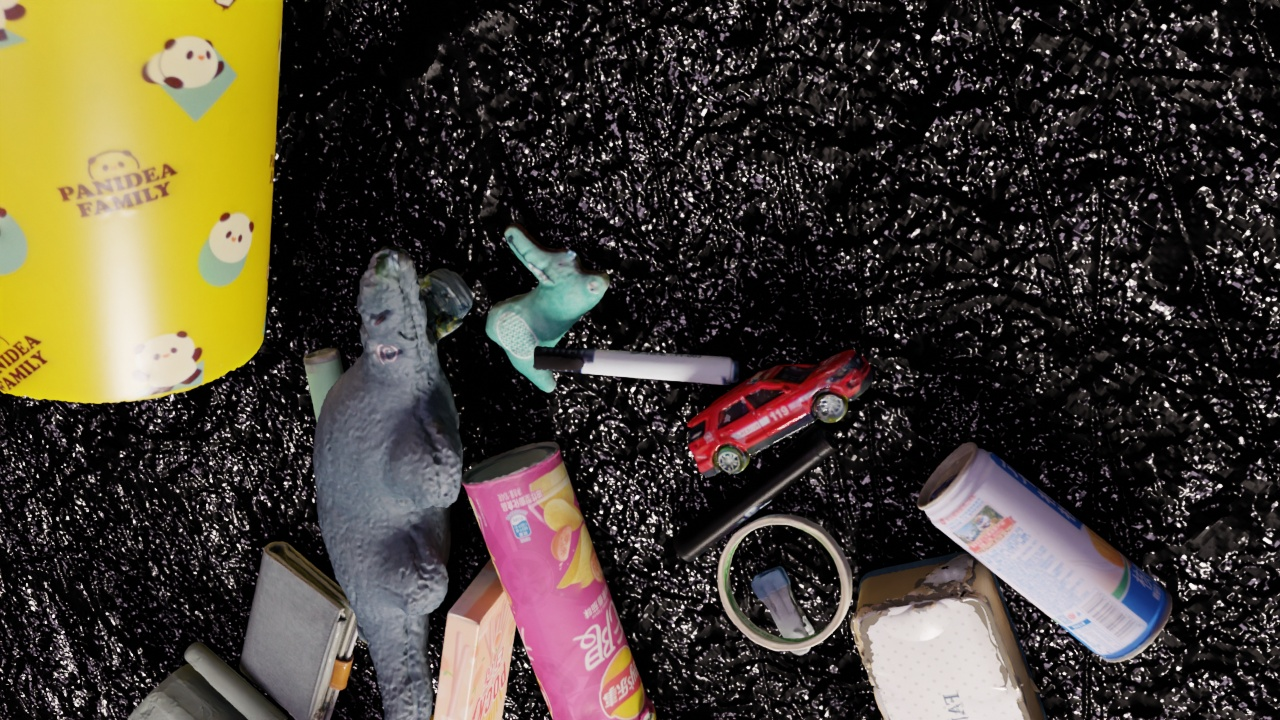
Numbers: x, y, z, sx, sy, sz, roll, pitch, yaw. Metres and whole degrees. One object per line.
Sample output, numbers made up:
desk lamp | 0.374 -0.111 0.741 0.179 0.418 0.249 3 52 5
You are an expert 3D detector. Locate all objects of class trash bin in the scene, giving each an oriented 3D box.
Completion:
trash bin | -0.332 -0.129 0.564 0.230 0.229 0.256 16 117 14

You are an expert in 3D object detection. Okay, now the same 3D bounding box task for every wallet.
wallet | -0.275 0.225 0.747 0.106 0.036 0.130 30 114 21

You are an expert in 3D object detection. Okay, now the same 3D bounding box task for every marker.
marker | 0.071 0.086 0.588 0.132 0.020 0.022 -43 73 25
marker | -0.003 0.003 0.574 0.131 0.022 0.018 4 111 6

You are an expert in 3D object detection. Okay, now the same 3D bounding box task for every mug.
mug | -0.363 0.307 0.779 0.103 0.083 0.124 38 114 7

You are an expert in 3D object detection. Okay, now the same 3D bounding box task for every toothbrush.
toothbrush | -0.219 0.101 0.692 0.027 0.026 0.224 -12 106 -22

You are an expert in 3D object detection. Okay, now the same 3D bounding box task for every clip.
clip | 0.095 0.165 0.605 0.025 0.029 0.057 -28 89 19

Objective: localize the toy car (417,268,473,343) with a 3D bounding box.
toy car | -0.148 -0.029 0.623 0.043 0.034 0.091 50 130 -5

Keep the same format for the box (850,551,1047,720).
box | 0.198 0.213 0.563 0.090 0.059 0.184 -16 102 24

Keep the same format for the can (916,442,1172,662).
can | 0.226 0.107 0.520 0.134 0.053 0.053 39 115 5

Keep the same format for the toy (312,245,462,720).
toy | -0.168 0.085 0.616 0.138 0.091 0.357 42 132 54

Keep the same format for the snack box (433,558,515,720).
snack box | -0.119 0.228 0.665 0.026 0.084 0.157 14 111 11

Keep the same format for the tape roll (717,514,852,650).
tape roll | 0.092 0.142 0.589 0.086 0.013 0.086 0 91 23

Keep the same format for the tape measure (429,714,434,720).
tape measure | -0.168 0.318 0.725 0.029 0.059 0.057 -20 104 24

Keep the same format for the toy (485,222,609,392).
toy | -0.064 -0.038 0.592 0.092 0.030 0.096 -41 96 21

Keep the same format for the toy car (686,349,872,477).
toy car | 0.080 0.028 0.548 0.121 0.052 0.045 -30 93 26

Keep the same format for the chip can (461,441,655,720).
chip can | -0.055 0.164 0.629 0.071 0.071 0.210 -14 101 23
